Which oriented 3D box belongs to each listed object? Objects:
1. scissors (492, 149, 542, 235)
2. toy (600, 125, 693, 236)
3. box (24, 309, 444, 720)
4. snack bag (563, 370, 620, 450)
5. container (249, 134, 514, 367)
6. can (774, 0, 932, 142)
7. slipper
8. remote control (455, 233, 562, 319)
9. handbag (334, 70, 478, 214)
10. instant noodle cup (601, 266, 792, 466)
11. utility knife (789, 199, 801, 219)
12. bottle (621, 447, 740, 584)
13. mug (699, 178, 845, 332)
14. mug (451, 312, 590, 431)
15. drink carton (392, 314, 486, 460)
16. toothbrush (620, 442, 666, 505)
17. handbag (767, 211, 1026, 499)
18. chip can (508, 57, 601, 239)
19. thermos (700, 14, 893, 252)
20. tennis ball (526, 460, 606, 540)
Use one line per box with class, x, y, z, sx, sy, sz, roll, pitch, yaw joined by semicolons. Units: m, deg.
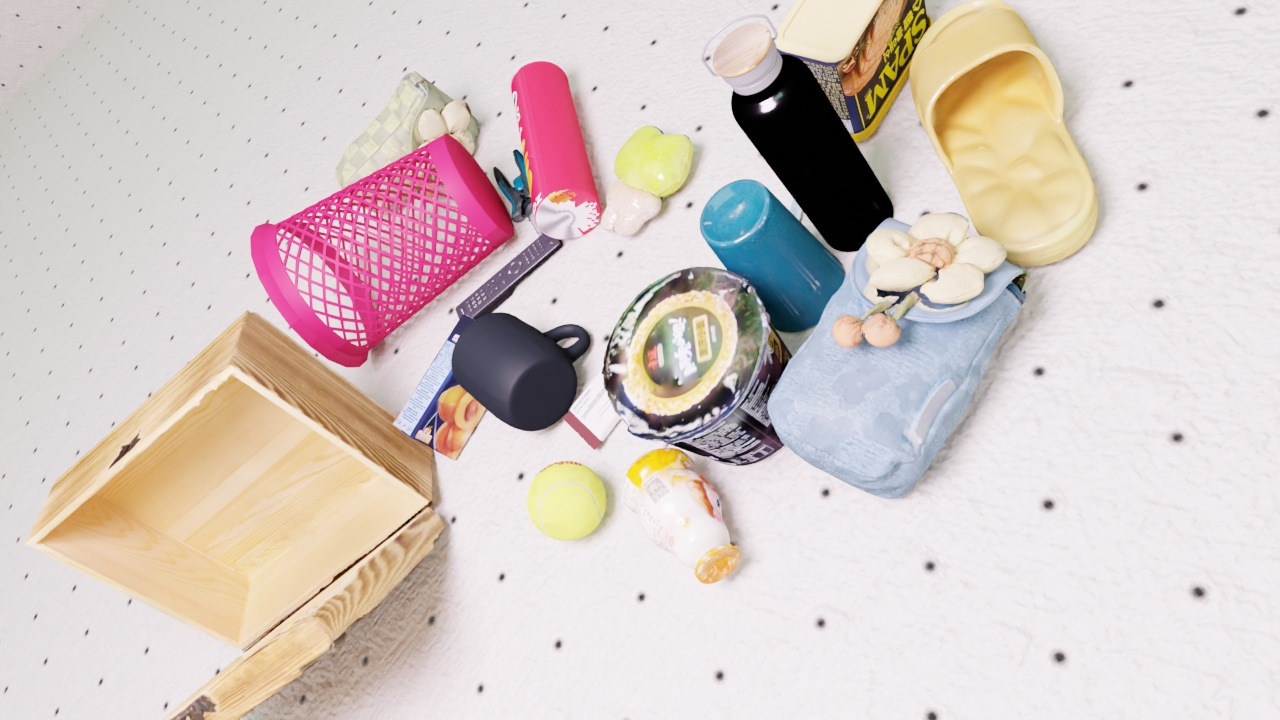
scissors;-0.127;-0.189;1.015;0.128;0.019;0.140;1;67;37
toy;0.001;-0.173;0.892;0.092;0.046;0.115;29;90;44
box;-0.337;0.197;0.797;0.279;0.282;0.315;-38;35;12
snack bag;-0.005;0.005;0.812;0.158;0.013;0.057;-52;44;0
container;-0.264;-0.128;0.988;0.226;0.183;0.183;-31;49;9
can;0.178;-0.271;0.763;0.075;0.104;0.135;27;80;31
slipper;0.259;-0.188;0.684;0.100;0.078;0.262;-25;52;26
remote control;-0.137;-0.085;0.963;0.136;0.015;0.032;-39;48;9
handbag;-0.273;-0.245;1.106;0.186;0.113;0.117;-46;60;10
instant noodle cup;0.057;0.016;0.692;0.137;0.112;0.137;-18;56;28
utility knife;0.148;-0.172;0.804;0.022;0.016;0.179;9;73;28
bottle;0.032;0.116;0.685;0.063;0.063;0.108;-44;47;7
mug;0.100;-0.083;0.711;0.078;0.121;0.078;-19;54;28
mug;-0.099;0.003;0.847;0.121;0.085;0.094;-33;42;-23
drink carton;-0.177;0.025;0.894;0.040;0.064;0.130;25;81;42
toothbrush;0.029;0.041;0.764;0.016;0.018;0.181;15;73;41
handbag;0.168;-0.011;0.616;0.122;0.118;0.191;31;82;26
chip can;-0.093;-0.229;0.978;0.069;0.069;0.220;-30;51;20
thermos;0.116;-0.164;0.670;0.061;0.231;0.061;-18;55;28
tennis ball;-0.061;0.115;0.753;0.065;0.065;0.065;-18;55;28
